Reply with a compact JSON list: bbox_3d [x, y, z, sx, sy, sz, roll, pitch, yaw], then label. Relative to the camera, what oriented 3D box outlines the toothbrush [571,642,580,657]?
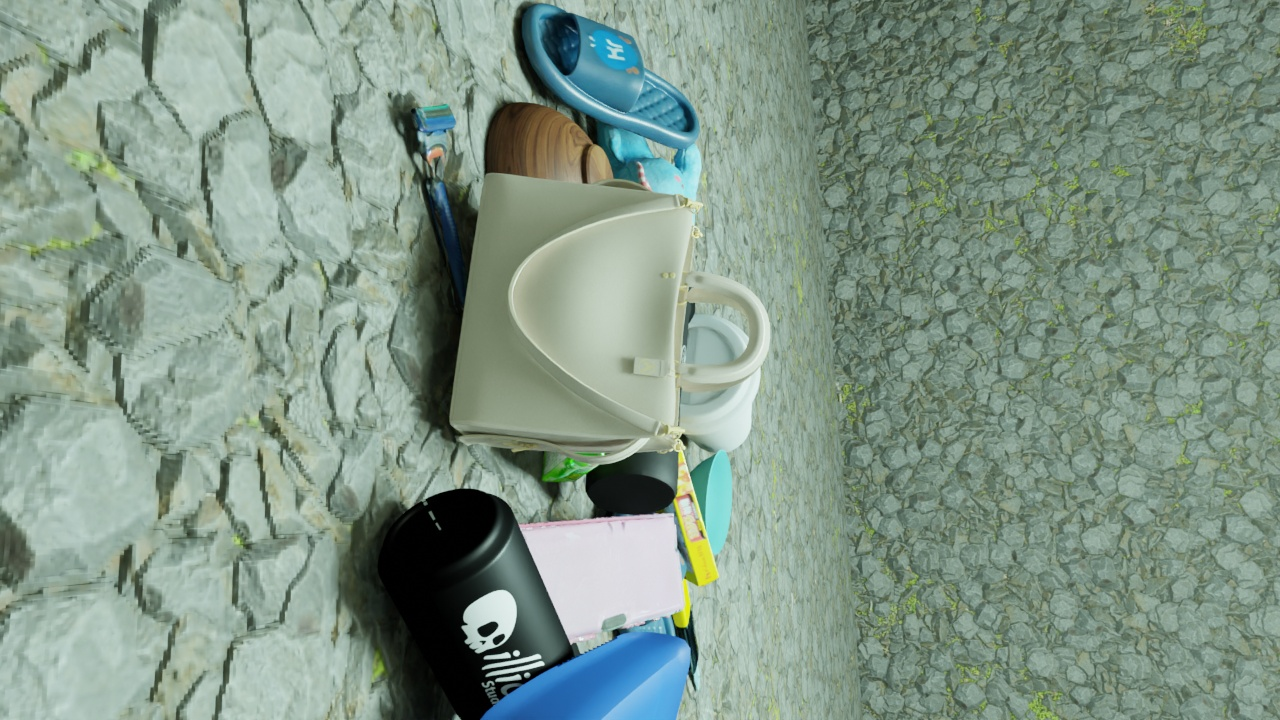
[{"bbox_3d":[-0.046,0.304,0.755,0.014,0.017,0.188,-49,134,-60],"label":"toothbrush"}]

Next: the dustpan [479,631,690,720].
[{"bbox_3d":[-0.082,0.280,0.486,0.257,0.060,0.245,8,98,-61],"label":"dustpan"}]

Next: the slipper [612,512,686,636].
[{"bbox_3d":[0.009,0.217,0.869,0.103,0.059,0.214,-55,138,-60],"label":"slipper"}]

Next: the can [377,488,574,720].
[{"bbox_3d":[-0.092,0.152,0.543,0.080,0.080,0.146,-70,148,-53],"label":"can"}]

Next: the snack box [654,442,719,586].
[{"bbox_3d":[0.032,0.145,0.916,0.075,0.025,0.152,3,-69,67],"label":"snack box"}]

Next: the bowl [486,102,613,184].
[{"bbox_3d":[-0.061,-0.141,0.748,0.147,0.069,0.147,-5,90,-72],"label":"bowl"}]

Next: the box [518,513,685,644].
[{"bbox_3d":[-0.033,0.168,0.720,0.232,0.041,0.098,14,72,-59],"label":"box"}]

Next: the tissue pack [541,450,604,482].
[{"bbox_3d":[-0.052,0.039,0.702,0.114,0.034,0.099,135,-44,-68],"label":"tissue pack"}]

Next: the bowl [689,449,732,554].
[{"bbox_3d":[0.071,0.165,1.081,0.121,0.046,0.121,2,90,-71],"label":"bowl"}]

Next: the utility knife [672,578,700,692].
[{"bbox_3d":[0.052,0.307,1.028,0.028,0.020,0.198,-62,147,-49],"label":"utility knife"}]

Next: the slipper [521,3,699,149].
[{"bbox_3d":[-0.019,-0.263,0.836,0.213,0.059,0.103,18,50,-41],"label":"slipper"}]

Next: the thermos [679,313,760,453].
[{"bbox_3d":[0.076,0.040,1.041,0.222,0.132,0.131,58,30,-68],"label":"thermos"}]

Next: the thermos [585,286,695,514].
[{"bbox_3d":[-0.005,0.018,0.784,0.106,0.106,0.218,61,24,-50],"label":"thermos"}]

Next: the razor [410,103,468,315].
[{"bbox_3d":[-0.130,-0.096,0.608,0.043,0.018,0.141,-43,129,-64],"label":"razor"}]

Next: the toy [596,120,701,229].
[{"bbox_3d":[0.008,-0.182,0.928,0.183,0.115,0.180,50,25,-77],"label":"toy"}]

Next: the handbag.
[{"bbox_3d":[-0.013,-0.027,0.615,0.101,0.198,0.194,72,22,-74],"label":"handbag"}]
